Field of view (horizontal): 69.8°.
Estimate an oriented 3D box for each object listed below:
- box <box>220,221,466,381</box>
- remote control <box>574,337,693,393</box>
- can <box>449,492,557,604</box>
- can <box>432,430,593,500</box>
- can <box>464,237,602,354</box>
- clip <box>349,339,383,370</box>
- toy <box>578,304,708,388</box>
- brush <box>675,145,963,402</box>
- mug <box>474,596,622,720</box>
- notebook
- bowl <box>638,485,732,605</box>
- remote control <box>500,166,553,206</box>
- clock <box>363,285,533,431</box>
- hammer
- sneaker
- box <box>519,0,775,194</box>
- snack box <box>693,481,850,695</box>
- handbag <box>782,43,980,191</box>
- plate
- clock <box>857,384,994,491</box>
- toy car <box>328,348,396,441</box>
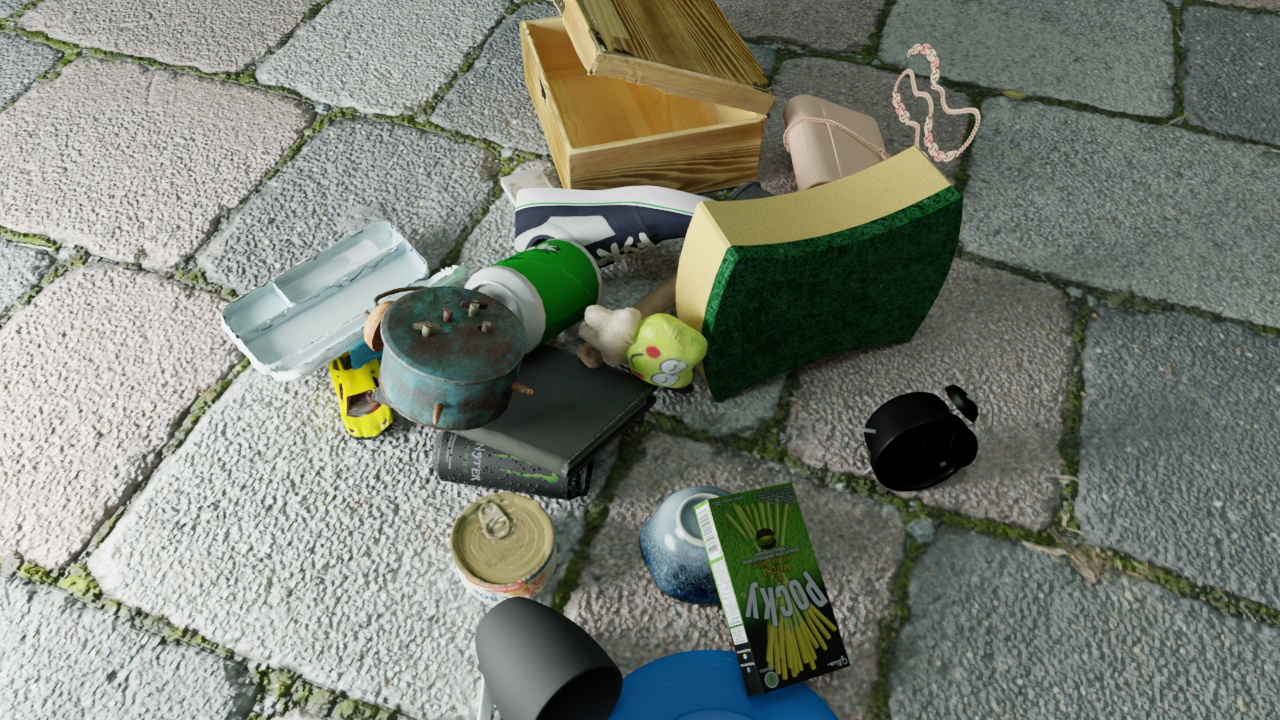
[{"bbox_3d":[-0.292,-0.054,0.919,0.186,0.084,0.210,29,55,33],"label":"box"},{"bbox_3d":[-0.005,0.005,0.895,0.124,0.009,0.046,25,14,18],"label":"remote control"},{"bbox_3d":[-0.113,0.156,0.764,0.086,0.043,0.086,0,51,-1],"label":"can"},{"bbox_3d":[-0.113,0.090,0.811,0.138,0.054,0.053,8,51,5],"label":"can"},{"bbox_3d":[-0.102,-0.062,0.886,0.088,0.088,0.139,24,30,18],"label":"can"},{"bbox_3d":[-0.201,-0.009,0.845,0.120,0.033,0.119,-20,34,-31],"label":"clip"},{"bbox_3d":[0.001,-0.015,0.821,0.115,0.092,0.046,21,59,-3],"label":"toy"},{"bbox_3d":[0.162,-0.077,0.857,0.250,0.195,0.075,-17,53,-14],"label":"brush"},{"bbox_3d":[-0.086,0.241,0.683,0.100,0.085,0.119,36,88,40],"label":"mug"},{"bbox_3d":[-0.109,0.029,0.840,0.209,0.029,0.169,21,33,22],"label":"notebook"},{"bbox_3d":[0.054,0.145,0.768,0.110,0.055,0.110,0,51,0],"label":"bowl"},{"bbox_3d":[-0.113,-0.174,1.052,0.050,0.011,0.135,-21,54,-17],"label":"remote control"},{"bbox_3d":[-0.168,-0.019,0.777,0.121,0.073,0.157,-17,52,-38],"label":"clock"},{"bbox_3d":[0.056,-0.087,0.944,0.098,0.052,0.327,36,55,25],"label":"hammer"},{"bbox_3d":[-0.023,-0.132,0.952,0.236,0.084,0.079,3,82,21],"label":"sneaker"},{"bbox_3d":[0.010,-0.354,1.073,0.258,0.221,0.278,-11,50,-12],"label":"box"},{"bbox_3d":[0.102,0.175,0.718,0.080,0.025,0.147,-7,71,-26],"label":"snack box"},{"bbox_3d":[0.248,-0.270,1.017,0.116,0.188,0.198,17,48,-24],"label":"handbag"},{"bbox_3d":[0.055,0.311,0.652,0.224,0.024,0.223,0,51,0],"label":"plate"},{"bbox_3d":[0.255,0.067,0.811,0.121,0.091,0.042,-17,42,3],"label":"clock"},{"bbox_3d":[-0.266,0.031,0.875,0.049,0.030,0.107,-18,55,-16],"label":"toy car"}]
